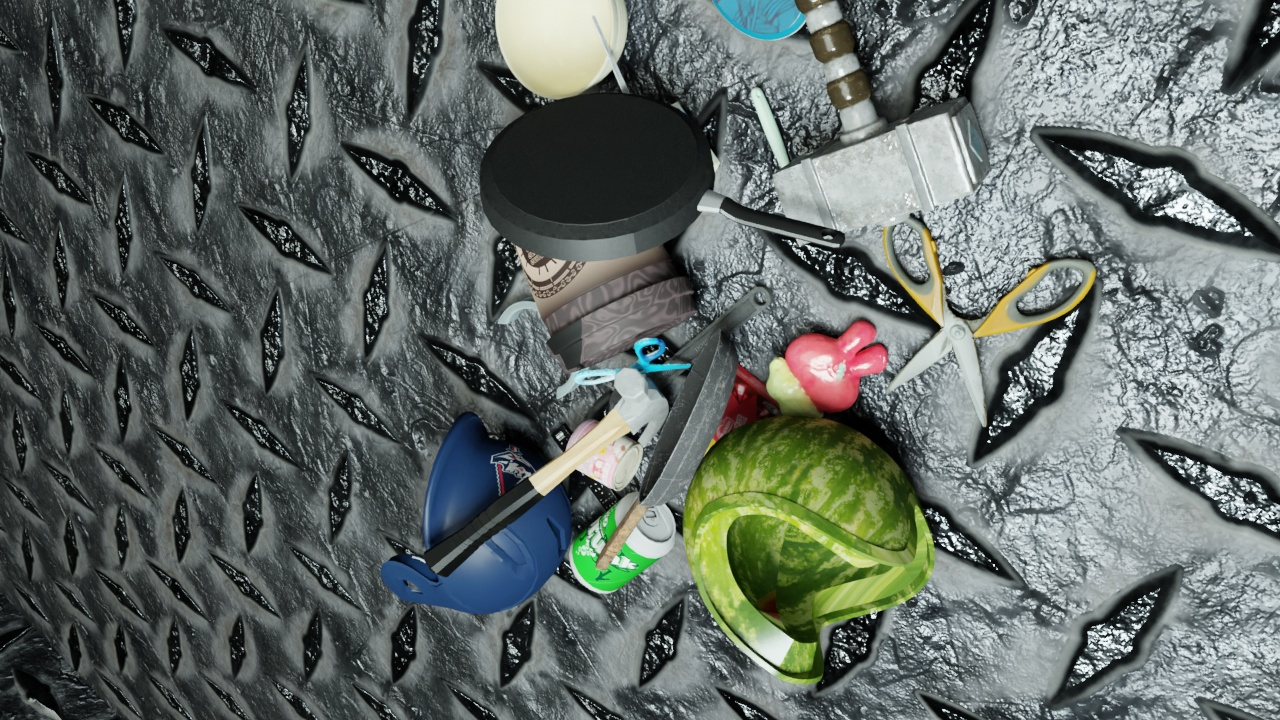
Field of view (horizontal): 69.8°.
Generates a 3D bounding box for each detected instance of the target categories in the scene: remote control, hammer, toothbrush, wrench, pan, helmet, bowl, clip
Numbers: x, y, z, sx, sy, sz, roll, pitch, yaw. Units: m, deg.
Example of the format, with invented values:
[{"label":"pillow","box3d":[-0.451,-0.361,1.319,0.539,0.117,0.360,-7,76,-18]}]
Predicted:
[{"label":"remote control","box3d":[-0.069,0.147,1.212,0.030,0.009,0.140,-40,85,38]},{"label":"hammer","box3d":[-0.107,0.135,1.053,0.328,0.131,0.039,-38,63,-1]},{"label":"toothbrush","box3d":[0.144,-0.201,0.922,0.022,0.015,0.155,-23,97,3]},{"label":"hammer","box3d":[0.173,-0.274,0.811,0.177,0.079,0.326,-13,107,37]},{"label":"wrench","box3d":[0.054,-0.003,1.064,0.274,0.018,0.073,-40,86,37]},{"label":"pan","box3d":[0.017,-0.163,0.851,0.357,0.224,0.034,18,144,19]},{"label":"pan","box3d":[0.025,0.122,1.009,0.040,0.207,0.358,24,124,-2]},{"label":"helmet","box3d":[0.163,0.166,0.915,0.243,0.246,0.214,37,117,22]},{"label":"helmet","box3d":[-0.202,0.197,1.185,0.223,0.231,0.273,-4,122,15]},{"label":"bowl","box3d":[-0.072,-0.356,0.965,0.151,0.075,0.151,13,115,29]},{"label":"clip","box3d":[-0.117,-0.033,1.162,0.166,0.032,0.165,13,117,29]},{"label":"toothbrush","box3d":[-0.019,-0.275,0.943,0.010,0.010,0.181,10,148,31]}]

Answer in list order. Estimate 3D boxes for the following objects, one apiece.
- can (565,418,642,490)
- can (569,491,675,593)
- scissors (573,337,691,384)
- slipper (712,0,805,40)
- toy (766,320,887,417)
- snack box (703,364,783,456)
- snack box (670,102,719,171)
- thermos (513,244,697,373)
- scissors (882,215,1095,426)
[{"label":"can","box3d":[-0.046,0.117,1.149,0.076,0.067,0.067,26,121,23]},{"label":"can","box3d":[-0.024,0.233,1.169,0.088,0.087,0.140,51,128,6]},{"label":"scissors","box3d":[-0.006,0.006,1.030,0.140,0.134,0.011,110,155,-64]},{"label":"slipper","box3d":[0.083,-0.441,0.838,0.118,0.060,0.295,-1,108,38]},{"label":"toy","box3d":[0.192,0.011,0.955,0.135,0.045,0.091,-38,97,25]},{"label":"snack box","box3d":[0.108,0.077,1.057,0.089,0.021,0.133,39,126,14]},{"label":"snack box","box3d":[-0.001,-0.199,0.940,0.082,0.149,0.026,57,161,7]},{"label":"thermos","box3d":[-0.058,-0.121,1.002,0.173,0.172,0.226,-28,86,38]},{"label":"scissors","box3d":[0.303,-0.052,0.869,0.226,0.016,0.230,-41,80,33]}]
